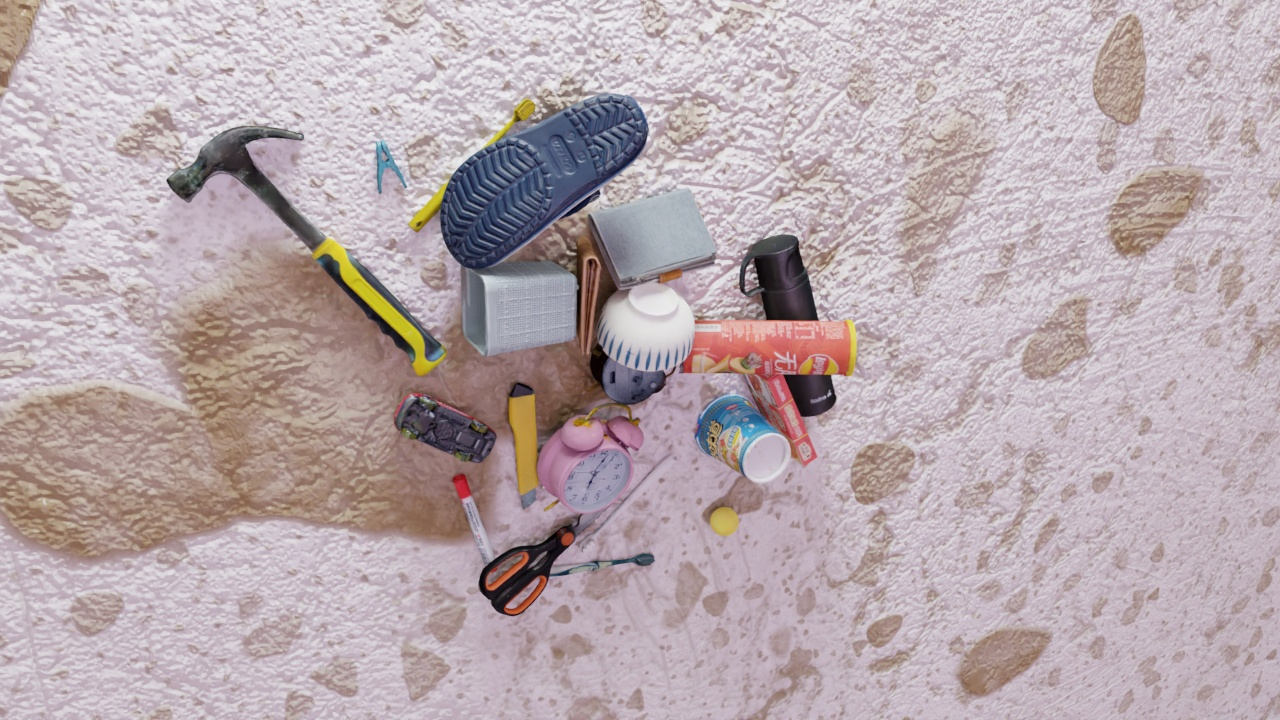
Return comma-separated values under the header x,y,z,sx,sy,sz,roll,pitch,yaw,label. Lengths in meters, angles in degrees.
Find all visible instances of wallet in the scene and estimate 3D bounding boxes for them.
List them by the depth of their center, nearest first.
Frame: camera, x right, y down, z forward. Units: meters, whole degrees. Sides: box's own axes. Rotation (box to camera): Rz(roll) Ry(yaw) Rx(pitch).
x,y,z,sx,sy,sz,roll,pitch,yaw,label
-0.063,-0.075,1.049,0.020,0.101,0.115,2,110,-9,wallet
0.016,-0.140,1.076,0.129,0.037,0.106,-18,76,-19,wallet

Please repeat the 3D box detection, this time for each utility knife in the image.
x,y,z,sx,sy,sz,roll,pitch,yaw,label
-0.144,0.107,1.131,0.033,0.015,0.177,-7,114,-17,utility knife

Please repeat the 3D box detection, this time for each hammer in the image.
x,y,z,sx,sy,sz,roll,pitch,yaw,label
-0.317,-0.107,0.957,0.126,0.032,0.323,-42,121,-4,hammer

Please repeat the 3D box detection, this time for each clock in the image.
x,y,z,sx,sy,sz,roll,pitch,yaw,label
-0.058,0.117,1.133,0.117,0.060,0.159,6,116,-36,clock
-0.007,0.007,1.133,0.121,0.055,0.082,-8,112,-23,clock

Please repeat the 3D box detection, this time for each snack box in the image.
x,y,z,sx,sy,sz,roll,pitch,yaw,label
0.186,0.068,1.236,0.025,0.075,0.153,-34,120,-11,snack box

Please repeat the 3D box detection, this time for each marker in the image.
x,y,z,sx,sy,sz,roll,pitch,yaw,label
-0.204,0.204,1.140,0.017,0.017,0.145,-22,118,-16,marker

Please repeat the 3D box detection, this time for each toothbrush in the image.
x,y,z,sx,sy,sz,roll,pitch,yaw,label
-0.180,-0.210,0.989,0.190,0.016,0.015,-47,122,-2,toothbrush
-0.015,0.191,1.224,0.180,0.016,0.016,-45,123,-3,toothbrush
-0.067,0.279,1.233,0.191,0.018,0.016,-3,110,-24,toothbrush

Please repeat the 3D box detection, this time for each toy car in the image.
x,y,z,sx,sy,sz,roll,pitch,yaw,label
-0.227,0.078,1.063,0.120,0.045,0.053,29,93,-29,toy car

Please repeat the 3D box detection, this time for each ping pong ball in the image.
x,y,z,sx,sy,sz,roll,pitch,yaw,label
0.118,0.226,1.286,0.040,0.040,0.040,-9,113,-22,ping pong ball

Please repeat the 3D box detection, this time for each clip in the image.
x,y,z,sx,sy,sz,roll,pitch,yaw,label
-0.264,-0.202,0.955,0.034,0.013,0.055,-15,117,-20,clip

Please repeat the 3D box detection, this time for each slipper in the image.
x,y,z,sx,sy,sz,roll,pitch,yaw,label
-0.105,-0.198,0.988,0.253,0.095,0.105,-35,90,3,slipper

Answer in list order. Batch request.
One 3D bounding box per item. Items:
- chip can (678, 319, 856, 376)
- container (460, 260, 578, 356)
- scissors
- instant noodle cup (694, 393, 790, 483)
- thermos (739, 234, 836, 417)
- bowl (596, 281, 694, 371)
x,y,z,sx,sy,sz,roll,pitch,yaw,label
0.156,-0.016,1.141,0.216,0.073,0.073,1,111,1,chip can
-0.135,-0.063,1.029,0.111,0.090,0.090,-8,113,-26,container
-0.103,0.247,1.199,0.234,0.022,0.139,-20,117,-25,scissors
0.140,0.108,1.210,0.099,0.110,0.099,-10,114,-22,instant noodle cup
0.191,-0.040,1.206,0.090,0.068,0.243,-21,116,-4,thermos
0.009,-0.050,1.074,0.116,0.116,0.066,-12,141,-21,bowl
